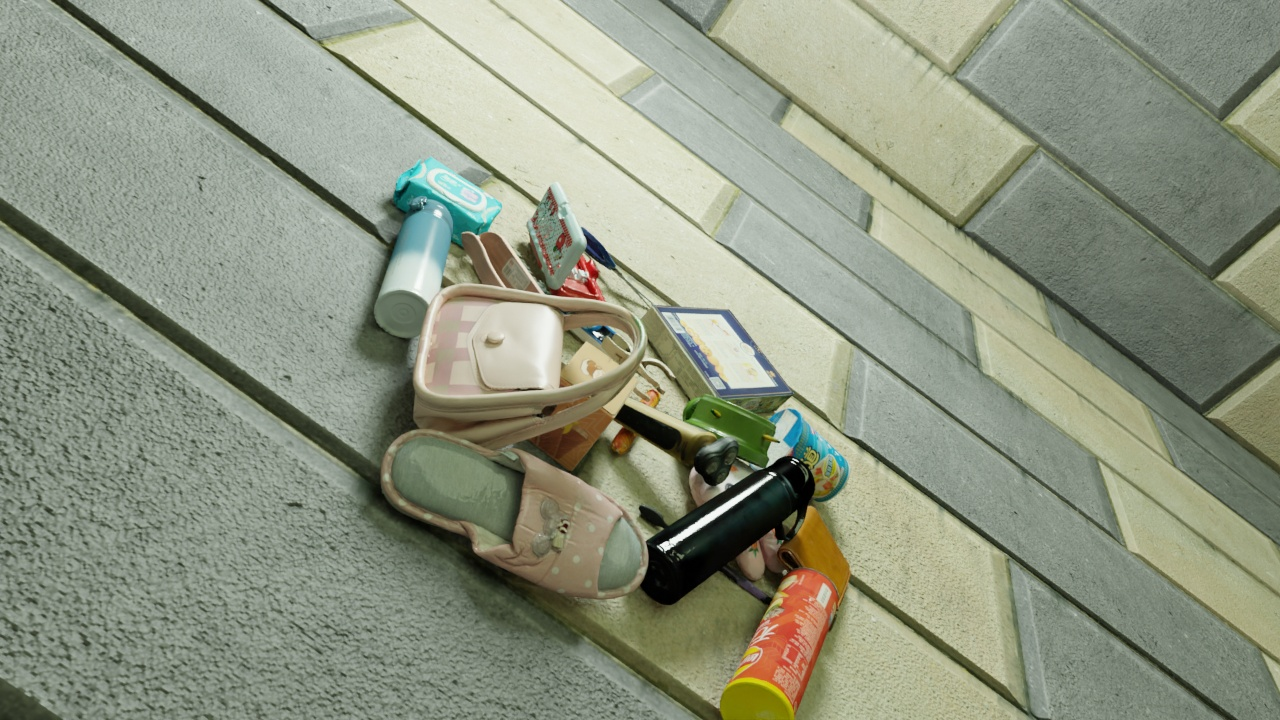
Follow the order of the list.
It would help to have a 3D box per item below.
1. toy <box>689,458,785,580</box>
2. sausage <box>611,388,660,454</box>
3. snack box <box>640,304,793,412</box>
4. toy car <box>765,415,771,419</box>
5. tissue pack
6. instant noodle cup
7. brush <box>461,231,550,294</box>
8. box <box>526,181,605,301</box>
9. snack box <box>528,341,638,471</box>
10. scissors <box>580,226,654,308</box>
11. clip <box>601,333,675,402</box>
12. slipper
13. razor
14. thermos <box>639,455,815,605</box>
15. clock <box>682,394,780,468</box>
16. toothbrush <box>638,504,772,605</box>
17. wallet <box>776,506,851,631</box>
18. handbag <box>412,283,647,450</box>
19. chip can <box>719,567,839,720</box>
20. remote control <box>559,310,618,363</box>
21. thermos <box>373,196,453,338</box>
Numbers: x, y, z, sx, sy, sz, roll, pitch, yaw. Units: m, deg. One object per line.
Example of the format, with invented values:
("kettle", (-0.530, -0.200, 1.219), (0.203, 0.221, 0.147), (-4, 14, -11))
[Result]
("toy", (0.121, 0.182, 1.091), (0.121, 0.054, 0.159), (-3, 57, -48))
("sausage", (-0.004, 0.073, 1.132), (0.021, 0.022, 0.164), (38, 30, 0))
("snack box", (0.110, -0.002, 1.332), (0.182, 0.046, 0.178), (0, 47, -47))
("toy car", (0.203, 0.100, 1.302), (0.091, 0.036, 0.043), (-4, 52, -51))
("tissue pack", (-0.257, -0.212, 1.219), (0.133, 0.050, 0.093), (31, 32, -12))
("instant noodle cup", (0.217, 0.134, 1.224), (0.110, 0.099, 0.099), (36, 29, -21))
("brush", (-0.174, -0.109, 1.154), (0.073, 0.063, 0.145), (12, 38, -54))
("box", (-0.090, -0.152, 1.240), (0.095, 0.100, 0.201), (20, 25, -29))
("snack box", (-0.068, 0.050, 1.020), (0.077, 0.095, 0.092), (37, 30, -1))
("scissors", (-0.043, -0.138, 1.350), (0.163, 0.012, 0.162), (36, -11, 46))
("clip", (-0.010, 0.011, 1.156), (0.104, 0.035, 0.086), (35, 32, -1))
("slipper", (-0.110, 0.142, 0.858), (0.274, 0.055, 0.114), (28, 62, -13))
("razor", (0.030, 0.085, 1.062), (0.167, 0.062, 0.067), (27, 15, 16))
("thermos", (0.102, 0.187, 0.994), (0.241, 0.069, 0.090), (-23, 94, -40))
("clock", (0.111, 0.088, 1.163), (0.116, 0.056, 0.161), (26, -5, -6))
("toothbrush", (0.074, 0.218, 1.029), (0.189, 0.014, 0.016), (37, 8, -4))
("wallet", (0.216, 0.247, 1.096), (0.119, 0.035, 0.130), (60, 26, 0))
("handbag", (-0.108, -0.002, 0.936), (0.234, 0.093, 0.193), (-7, 40, 4))
("chip can", (0.148, 0.295, 0.941), (0.073, 0.073, 0.216), (41, 31, 5))
("remote control", (-0.070, -0.043, 1.215), (0.125, 0.024, 0.048), (39, 30, 4))
("thermos", (-0.261, -0.116, 1.070), (0.070, 0.070, 0.220), (25, 33, -22))
